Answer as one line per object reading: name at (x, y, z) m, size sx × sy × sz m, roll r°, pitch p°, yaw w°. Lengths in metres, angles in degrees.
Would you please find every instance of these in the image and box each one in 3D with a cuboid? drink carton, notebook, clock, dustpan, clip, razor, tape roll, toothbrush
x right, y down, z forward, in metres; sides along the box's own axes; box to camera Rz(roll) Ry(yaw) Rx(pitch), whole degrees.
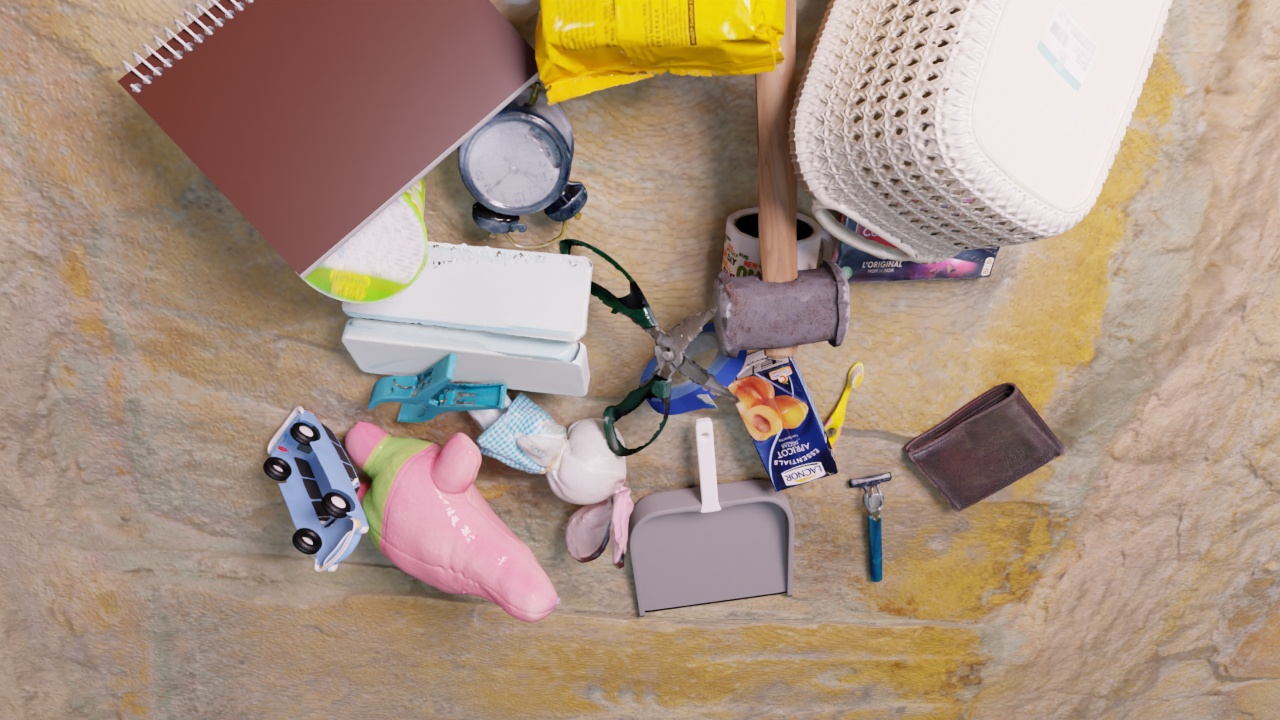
drink carton at (0.127, 0.053, 0.826) m, size 0.064 × 0.040 × 0.130 m, roll -19°, pitch 118°, yaw 15°
notebook at (-0.195, -0.186, 0.588) m, size 0.209 × 0.022 × 0.171 m, roll -43°, pitch 93°, yaw -8°
clock at (-0.090, -0.143, 0.690) m, size 0.090 × 0.052 × 0.129 m, roll -12°, pitch 126°, yaw 2°
dustpan at (0.068, 0.156, 0.895) m, size 0.163 × 0.033 × 0.258 m, roll -8°, pitch 122°, yaw -1°
clip at (-0.184, 0.022, 0.754) m, size 0.113 × 0.028 × 0.127 m, roll 31°, pitch 145°, yaw -34°
razor at (0.237, 0.174, 0.929) m, size 0.042 × 0.022 × 0.144 m, roll -11°, pitch 122°, yaw 2°
tape roll at (0.044, 0.006, 0.768) m, size 0.091 × 0.092 × 0.016 m, roll -7°, pitch 130°, yaw 42°
toothbrush at (0.180, 0.060, 0.857) m, size 0.021 × 0.016 × 0.136 m, roll 15°, pitch 119°, yaw -7°

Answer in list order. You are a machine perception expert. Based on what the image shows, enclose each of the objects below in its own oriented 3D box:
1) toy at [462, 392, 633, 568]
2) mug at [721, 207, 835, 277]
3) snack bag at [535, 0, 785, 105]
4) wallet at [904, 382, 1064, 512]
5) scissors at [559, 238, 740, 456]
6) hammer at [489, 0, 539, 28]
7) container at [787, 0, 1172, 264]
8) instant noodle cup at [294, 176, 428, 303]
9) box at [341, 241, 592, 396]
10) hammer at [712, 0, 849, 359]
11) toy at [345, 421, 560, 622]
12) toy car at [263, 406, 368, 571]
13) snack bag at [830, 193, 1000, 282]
toy at (-0.074, 0.081, 0.819) m, size 0.205 × 0.131 × 0.105 m, roll 46°, pitch 65°, yaw -8°
mug at (0.115, -0.071, 0.745) m, size 0.105 × 0.073 × 0.090 m, roll -14°, pitch 125°, yaw -27°
snack bag at (0.005, -0.285, 0.543) m, size 0.160 × 0.068 × 0.247 m, roll -1°, pitch 103°, yaw 14°
wallet at (0.329, 0.084, 0.881) m, size 0.120 × 0.031 × 0.099 m, roll -37°, pitch 115°, yaw 19°
scissors at (-0.004, 0.004, 0.735) m, size 0.015 × 0.202 × 0.205 m, roll -24°, pitch 141°, yaw -39°
hammer at (-0.008, -0.281, 0.617) m, size 0.323 × 0.051 × 0.117 m, roll -23°, pitch 118°, yaw 11°
container at (0.215, -0.187, 0.577) m, size 0.184 × 0.143 × 0.246 m, roll 23°, pitch 87°, yaw -27°
instant noodle cup at (-0.198, -0.108, 0.665) m, size 0.099 × 0.107 × 0.099 m, roll -2°, pitch 121°, yaw -4°
box at (-0.137, -0.032, 0.740) m, size 0.197 × 0.075 × 0.126 m, roll 6°, pitch 102°, yaw 4°
hammer at (0.093, -0.155, 0.626) m, size 0.098 × 0.052 × 0.329 m, roll -6°, pitch 113°, yaw -3°
toy at (-0.165, 0.147, 0.803) m, size 0.237 × 0.096 × 0.192 m, roll 31°, pitch 131°, yaw 21°
toy car at (-0.270, 0.108, 0.775) m, size 0.056 × 0.153 × 0.054 m, roll -49°, pitch 144°, yaw 14°
snack bag at (0.228, -0.101, 0.748) m, size 0.155 × 0.018 × 0.075 m, roll -3°, pitch 120°, yaw -15°
